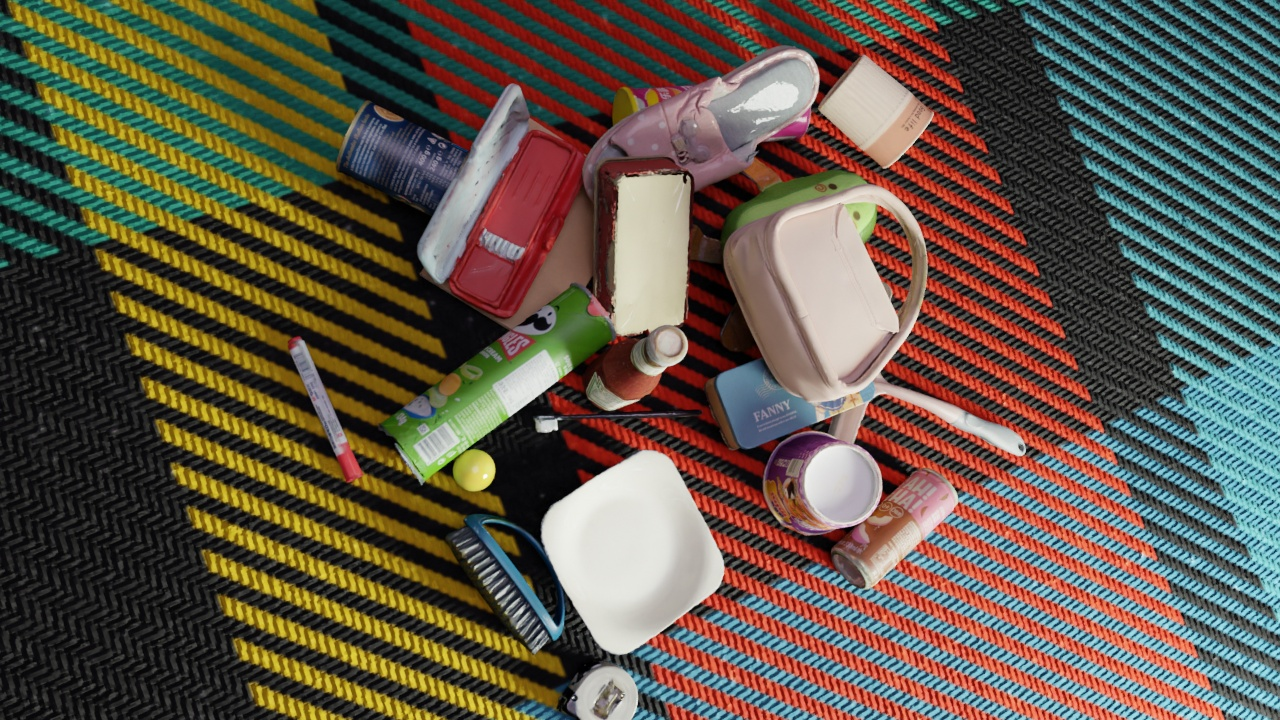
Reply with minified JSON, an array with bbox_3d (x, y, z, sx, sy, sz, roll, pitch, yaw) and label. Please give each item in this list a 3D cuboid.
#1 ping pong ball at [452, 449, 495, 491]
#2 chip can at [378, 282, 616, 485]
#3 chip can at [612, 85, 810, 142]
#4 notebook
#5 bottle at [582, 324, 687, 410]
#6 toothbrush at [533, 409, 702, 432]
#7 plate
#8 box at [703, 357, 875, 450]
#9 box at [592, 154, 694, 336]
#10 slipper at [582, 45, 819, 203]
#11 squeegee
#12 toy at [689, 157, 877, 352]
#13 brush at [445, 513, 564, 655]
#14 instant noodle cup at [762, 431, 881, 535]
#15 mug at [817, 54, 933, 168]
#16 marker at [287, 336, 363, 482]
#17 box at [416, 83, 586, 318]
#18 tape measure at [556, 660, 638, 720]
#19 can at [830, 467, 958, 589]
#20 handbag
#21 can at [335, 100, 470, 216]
[{"bbox_3d":[-0.160,0.106,0.881,0.040,0.040,0.040,3,79,-17],"label":"ping pong ball"},{"bbox_3d":[-0.134,0.019,0.880,0.235,0.072,0.072,-38,92,-16],"label":"chip can"},{"bbox_3d":[0.079,-0.269,1.006,0.210,0.071,0.071,-10,83,-19],"label":"chip can"},{"bbox_3d":[-0.109,-0.135,0.956,0.149,0.012,0.211,32,73,-8],"label":"notebook"},{"bbox_3d":[-0.005,0.005,0.859,0.059,0.206,0.059,3,78,-16],"label":"bottle"},{"bbox_3d":[-0.021,0.060,0.946,0.181,0.016,0.018,-3,87,-17],"label":"toothbrush"},{"bbox_3d":[-0.011,0.188,0.908,0.164,0.034,0.163,-28,91,-27],"label":"plate"},{"bbox_3d":[0.152,0.032,0.976,0.184,0.061,0.090,-22,87,-17],"label":"box"},{"bbox_3d":[0.002,-0.110,0.908,0.091,0.076,0.168,-8,118,-19],"label":"box"},{"bbox_3d":[0.068,-0.232,0.943,0.274,0.054,0.114,-28,131,-5],"label":"slipper"},{"bbox_3d":[0.346,0.059,1.047,0.249,0.040,0.247,22,74,-13],"label":"squeegee"},{"bbox_3d":[0.161,-0.129,0.996,0.246,0.090,0.227,-34,94,-16],"label":"toy"},{"bbox_3d":[-0.119,0.203,0.869,0.073,0.055,0.144,-37,92,-19],"label":"brush"},{"bbox_3d":[0.193,0.127,0.946,0.111,0.099,0.111,1,84,-8],"label":"instant noodle cup"},{"bbox_3d":[0.277,-0.298,1.073,0.106,0.082,0.114,39,45,-6],"label":"mug"},{"bbox_3d":[-0.297,0.046,0.863,0.017,0.017,0.145,-24,88,-20],"label":"marker"},{"bbox_3d":[-0.131,-0.154,0.897,0.119,0.098,0.201,27,74,-7],"label":"box"},{"bbox_3d":[-0.037,0.325,0.884,0.066,0.034,0.066,39,72,-9],"label":"tape measure"},{"bbox_3d":[0.274,0.181,0.992,0.147,0.058,0.058,-37,92,-20],"label":"can"},{"bbox_3d":[0.212,-0.086,0.933,0.233,0.093,0.193,-32,101,-26],"label":"handbag"},{"bbox_3d":[-0.229,-0.194,0.896,0.111,0.075,0.075,25,74,-12],"label":"can"}]
